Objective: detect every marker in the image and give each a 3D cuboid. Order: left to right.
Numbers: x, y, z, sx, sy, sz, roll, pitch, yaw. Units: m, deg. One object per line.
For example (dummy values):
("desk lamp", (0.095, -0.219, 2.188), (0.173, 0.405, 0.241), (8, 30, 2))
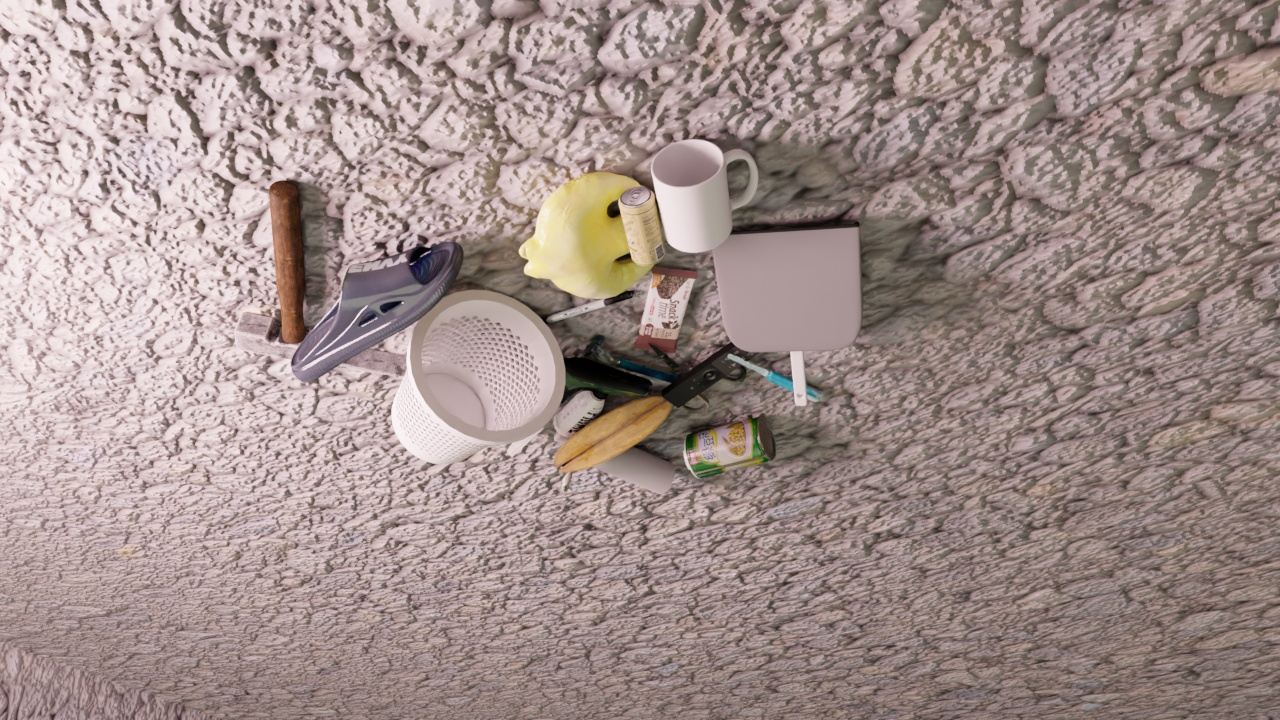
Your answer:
("marker", (-0.075, -0.063, 1.148), (0.152, 0.011, 0.011), (-15, 139, 24))

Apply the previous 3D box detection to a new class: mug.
("mug", (0.071, -0.176, 0.949), (0.110, 0.073, 0.091), (-24, 142, -7))

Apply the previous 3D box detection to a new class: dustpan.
("dustpan", (0.181, -0.046, 1.087), (0.163, 0.033, 0.258), (-1, 123, 16))

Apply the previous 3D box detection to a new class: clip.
("clip", (-0.174, 0.100, 1.360), (0.057, 0.052, 0.102), (-3, 153, -41))

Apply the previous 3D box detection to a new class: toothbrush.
("toothbrush", (-0.107, 0.163, 1.342), (0.017, 0.016, 0.189), (11, -173, -2))

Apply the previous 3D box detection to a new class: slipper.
("slipper", (-0.320, -0.073, 1.060), (0.269, 0.110, 0.083), (-31, 122, 18))

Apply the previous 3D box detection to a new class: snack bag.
("snack bag", (0.030, -0.059, 1.142), (0.057, 0.013, 0.158), (7, 142, -6))

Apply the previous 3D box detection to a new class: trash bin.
("trash bin", (-0.226, 0.041, 1.172), (0.195, 0.195, 0.200), (21, 149, -21))

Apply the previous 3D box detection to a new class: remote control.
("remote control", (0.094, 0.014, 1.206), (0.150, 0.013, 0.034), (-36, 129, 24))

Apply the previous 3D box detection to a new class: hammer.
("hammer", (-0.388, -0.092, 1.119), (0.217, 0.037, 0.301), (11, 141, -10))

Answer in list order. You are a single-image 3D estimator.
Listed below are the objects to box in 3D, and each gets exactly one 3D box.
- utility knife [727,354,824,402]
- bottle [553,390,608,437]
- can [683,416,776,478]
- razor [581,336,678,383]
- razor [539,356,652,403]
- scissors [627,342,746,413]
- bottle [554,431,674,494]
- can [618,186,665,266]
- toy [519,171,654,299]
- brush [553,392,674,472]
("utility knife", (0.181, 0.022, 1.217), (0.178, 0.015, 0.022), (24, 139, -36))
("bottle", (-0.080, 0.066, 1.293), (0.041, 0.041, 0.116), (22, 139, -23))
("can", (0.129, 0.126, 1.331), (0.121, 0.067, 0.067), (-17, 138, 24))
("razor", (-0.007, 0.007, 1.226), (0.144, 0.022, 0.042), (21, 140, -22))
("razor", (-0.061, 0.033, 1.221), (0.151, 0.067, 0.054), (11, 174, 2))
("scissors", (0.064, 0.024, 1.232), (0.157, 0.012, 0.166), (-7, 138, -2))
("bottle", (-0.041, 0.145, 1.383), (0.195, 0.052, 0.053), (25, 138, -26))
("can", (0.002, -0.142, 0.973), (0.038, 0.038, 0.080), (-4, 136, 10))
("toy", (-0.058, -0.133, 1.012), (0.155, 0.064, 0.171), (-16, 138, -4))
("brush", (-0.037, 0.101, 1.295), (0.195, 0.043, 0.059), (-31, 91, 12))
